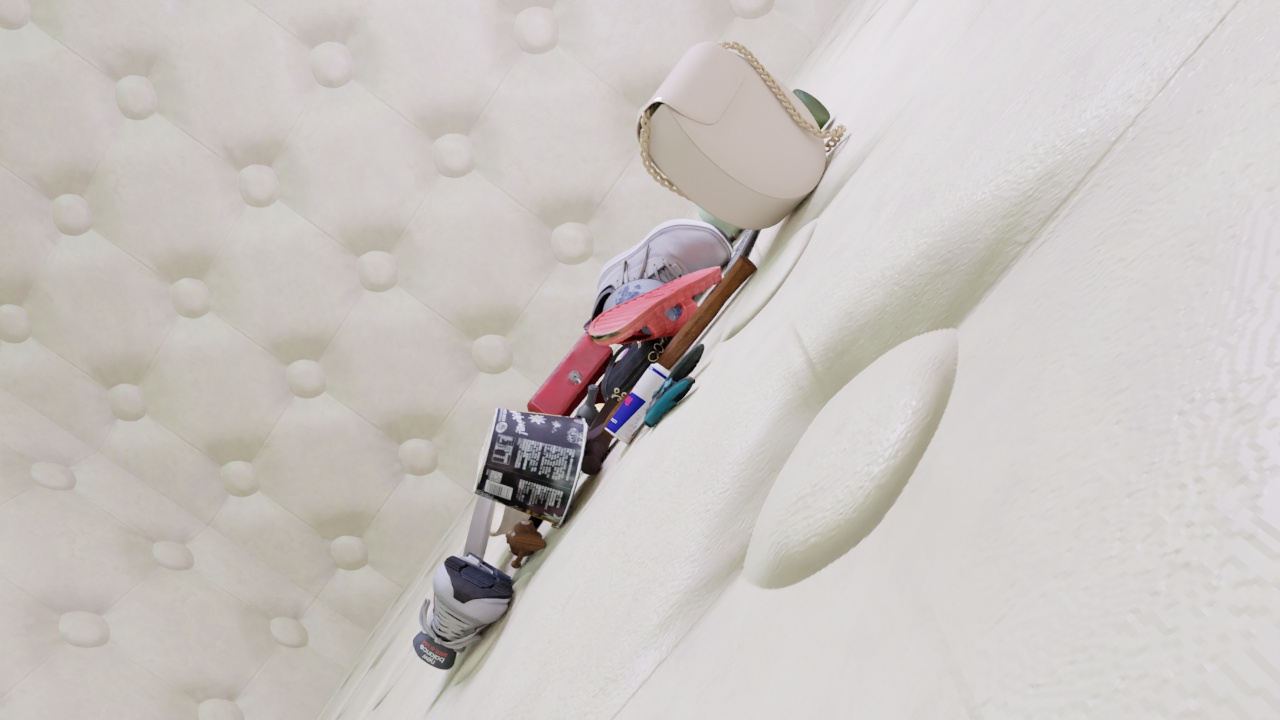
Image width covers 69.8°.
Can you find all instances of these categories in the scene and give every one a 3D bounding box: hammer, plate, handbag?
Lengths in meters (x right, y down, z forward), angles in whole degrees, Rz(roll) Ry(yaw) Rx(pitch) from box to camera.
[{"bbox_3d":[0.026,0.006,1.086,0.324,0.033,0.115,-51,8,22],"label":"hammer"},{"bbox_3d":[-0.221,0.243,1.256,0.188,0.016,0.188,-172,94,-87],"label":"plate"},{"bbox_3d":[0.113,-0.258,1.046,0.104,0.208,0.210,-45,12,48],"label":"handbag"},{"bbox_3d":[-0.007,0.007,1.227,0.129,0.054,0.079,-49,11,20],"label":"handbag"}]

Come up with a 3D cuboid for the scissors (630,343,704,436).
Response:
[{"bbox_3d":[0.029,0.034,0.948,0.148,0.019,0.123,-59,9,9],"label":"scissors"}]

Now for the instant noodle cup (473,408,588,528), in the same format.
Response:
[{"bbox_3d":[-0.132,0.118,1.084,0.137,0.112,0.137,-165,91,-80],"label":"instant noodle cup"}]

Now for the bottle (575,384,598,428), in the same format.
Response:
[{"bbox_3d":[-0.071,0.082,1.194,0.030,0.030,0.113,-66,-9,-64],"label":"bottle"}]

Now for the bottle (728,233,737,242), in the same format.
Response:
[{"bbox_3d":[0.115,-0.158,1.341,0.025,0.025,0.106,-57,7,-31],"label":"bottle"}]

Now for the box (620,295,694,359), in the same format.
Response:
[{"bbox_3d":[0.035,-0.077,1.466,0.215,0.035,0.150,-47,17,49],"label":"box"}]

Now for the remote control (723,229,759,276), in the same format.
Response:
[{"bbox_3d":[0.134,-0.147,1.185,0.033,0.013,0.136,-50,7,37],"label":"remote control"}]

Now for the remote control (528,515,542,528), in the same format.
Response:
[{"bbox_3d":[-0.121,0.188,1.267,0.150,0.013,0.034,-54,6,-8],"label":"remote control"}]

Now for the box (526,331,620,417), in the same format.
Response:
[{"bbox_3d":[-0.095,0.052,1.407,0.157,0.110,0.134,-56,1,-18],"label":"box"}]

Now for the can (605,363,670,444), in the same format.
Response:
[{"bbox_3d":[0.000,0.048,1.029,0.095,0.032,0.032,-54,6,-3],"label":"can"}]

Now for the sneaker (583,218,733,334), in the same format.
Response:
[{"bbox_3d":[0.017,-0.116,1.327,0.264,0.097,0.128,-21,32,42],"label":"sneaker"}]

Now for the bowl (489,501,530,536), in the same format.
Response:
[{"bbox_3d":[-0.183,0.184,1.356,0.151,0.075,0.150,-176,90,-65],"label":"bowl"}]

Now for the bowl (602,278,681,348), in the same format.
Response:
[{"bbox_3d":[0.006,-0.054,1.270,0.114,0.114,0.045,-51,27,26],"label":"bowl"}]

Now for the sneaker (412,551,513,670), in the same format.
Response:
[{"bbox_3d":[-0.211,0.297,1.061,0.124,0.089,0.240,-59,-2,-7],"label":"sneaker"}]

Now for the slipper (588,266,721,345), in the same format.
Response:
[{"bbox_3d":[0.027,-0.058,1.166,0.104,0.059,0.248,-10,15,39],"label":"slipper"}]

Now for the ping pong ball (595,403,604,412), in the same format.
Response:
[{"bbox_3d":[-0.052,0.078,1.226,0.040,0.040,0.040,-53,6,8],"label":"ping pong ball"}]

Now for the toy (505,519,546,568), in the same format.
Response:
[{"bbox_3d":[-0.143,0.220,1.125,0.102,0.041,0.054,121,159,-57],"label":"toy"}]

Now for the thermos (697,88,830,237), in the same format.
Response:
[{"bbox_3d":[0.178,-0.282,1.323,0.232,0.082,0.082,-49,8,34],"label":"thermos"}]
